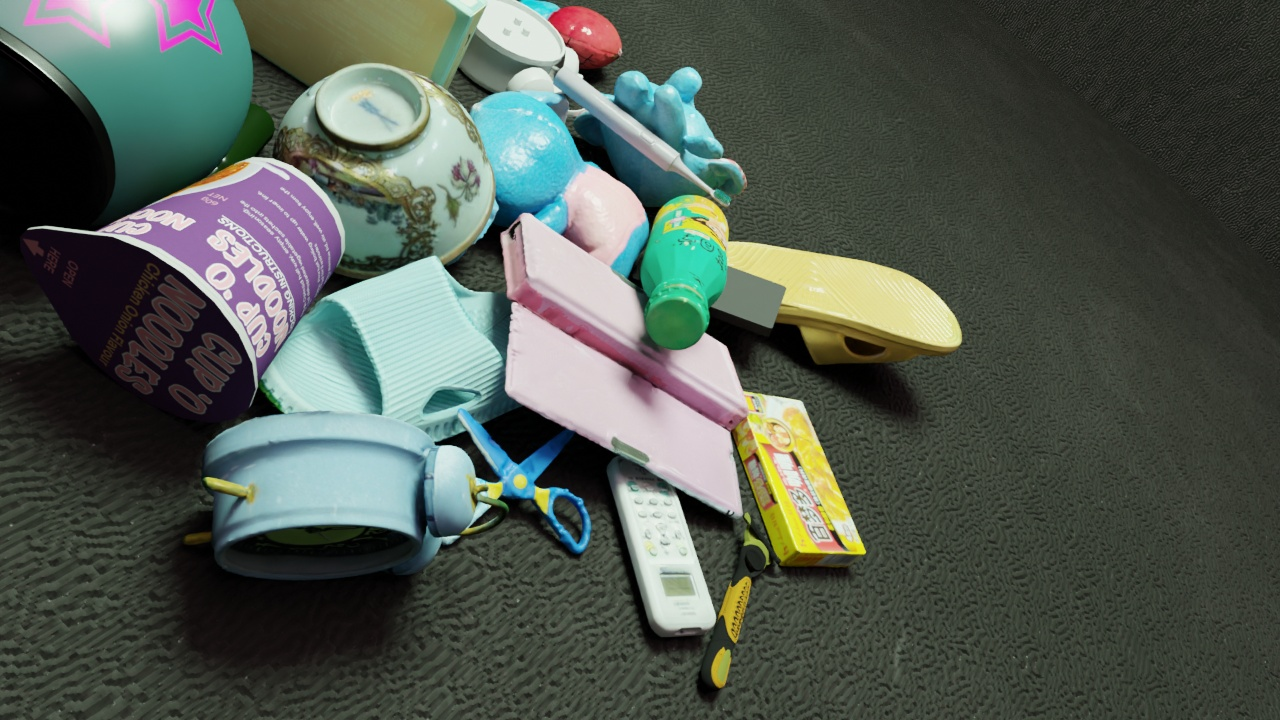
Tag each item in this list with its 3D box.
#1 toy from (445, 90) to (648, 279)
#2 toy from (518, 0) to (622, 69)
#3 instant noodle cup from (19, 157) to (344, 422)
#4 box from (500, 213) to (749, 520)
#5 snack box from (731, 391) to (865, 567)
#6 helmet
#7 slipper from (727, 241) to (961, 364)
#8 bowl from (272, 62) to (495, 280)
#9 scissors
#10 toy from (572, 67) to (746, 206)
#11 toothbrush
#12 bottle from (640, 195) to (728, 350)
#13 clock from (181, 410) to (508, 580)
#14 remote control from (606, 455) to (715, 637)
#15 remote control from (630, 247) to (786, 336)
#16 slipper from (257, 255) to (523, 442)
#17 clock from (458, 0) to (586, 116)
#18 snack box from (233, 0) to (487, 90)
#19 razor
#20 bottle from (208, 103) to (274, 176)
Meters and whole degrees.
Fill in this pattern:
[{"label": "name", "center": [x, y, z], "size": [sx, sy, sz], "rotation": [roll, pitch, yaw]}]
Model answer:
[{"label": "toy", "center": [-0.076, -0.134, 0.766], "size": [0.191, 0.099, 0.223], "rotation": [40, 41, -15]}, {"label": "toy", "center": [-0.083, -0.359, 1.003], "size": [0.133, 0.062, 0.092], "rotation": [22, 22, 5]}, {"label": "instant noodle cup", "center": [-0.241, -0.056, 0.519], "size": [0.137, 0.122, 0.121], "rotation": [41, 42, -13]}, {"label": "box", "center": [-0.003, 0.003, 0.684], "size": [0.232, 0.040, 0.178], "rotation": [31, 34, -34]}, {"label": "snack box", "center": [0.124, 0.096, 0.753], "size": [0.075, 0.025, 0.152], "rotation": [9, 48, -33]}, {"label": "helmet", "center": [-0.363, -0.205, 0.529], "size": [0.274, 0.177, 0.199], "rotation": [27, 42, -15]}, {"label": "slipper", "center": [0.178, -0.049, 0.898], "size": [0.263, 0.079, 0.099], "rotation": [12, 51, -6]}, {"label": "bowl", "center": [-0.182, -0.147, 0.639], "size": [0.160, 0.094, 0.159], "rotation": [4, 62, -7]}, {"label": "scissors", "center": [-0.081, 0.082, 0.595], "size": [0.125, 0.013, 0.126], "rotation": [53, 50, -7]}, {"label": "toy", "center": [0.019, -0.223, 0.865], "size": [0.183, 0.181, 0.114], "rotation": [25, 75, 12]}, {"label": "toothbrush", "center": [0.003, -0.193, 0.800], "size": [0.188, 0.019, 0.018], "rotation": [38, 57, 2]}, {"label": "bottle", "center": [0.034, -0.070, 0.724], "size": [0.068, 0.068, 0.209], "rotation": [32, 25, -10]}, {"label": "clock", "center": [-0.150, 0.074, 0.484], "size": [0.162, 0.118, 0.060], "rotation": [6, 61, -27]}, {"label": "remote control", "center": [0.011, 0.127, 0.635], "size": [0.050, 0.022, 0.133], "rotation": [9, 48, -34]}, {"label": "remote control", "center": [0.061, -0.066, 0.828], "size": [0.133, 0.013, 0.058], "rotation": [21, 51, 6]}, {"label": "slipper", "center": [-0.122, -0.011, 0.627], "size": [0.275, 0.070, 0.116], "rotation": [-13, 65, -46]}, {"label": "clock", "center": [-0.116, -0.301, 0.912], "size": [0.159, 0.061, 0.119], "rotation": [36, 39, -2]}, {"label": "snack box", "center": [-0.236, -0.278, 0.730], "size": [0.193, 0.142, 0.044], "rotation": [33, 40, -8]}, {"label": "razor", "center": [0.067, 0.170, 0.640], "size": [0.044, 0.021, 0.143], "rotation": [56, 35, -19]}, {"label": "bottle", "center": [-0.293, -0.136, 0.636], "size": [0.033, 0.033, 0.122], "rotation": [27, 41, -16]}]
